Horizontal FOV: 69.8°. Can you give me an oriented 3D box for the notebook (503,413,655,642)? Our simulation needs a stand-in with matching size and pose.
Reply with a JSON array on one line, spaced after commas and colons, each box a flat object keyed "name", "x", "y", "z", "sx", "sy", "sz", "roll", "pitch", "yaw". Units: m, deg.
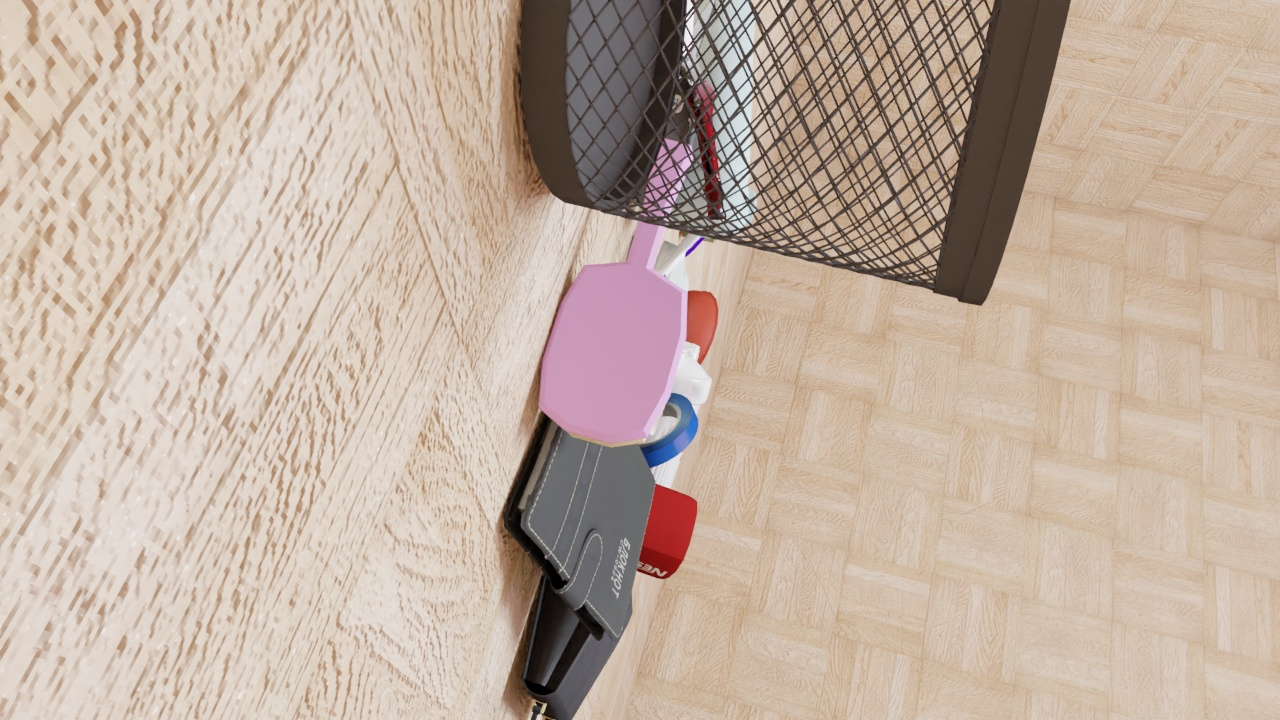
[{"name": "notebook", "x": -0.037, "y": 0.111, "z": 0.724, "sx": 0.209, "sy": 0.029, "sz": 0.169, "roll": 63, "pitch": 34, "yaw": -47}]

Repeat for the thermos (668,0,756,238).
[{"name": "thermos", "x": 0.064, "y": -0.210, "z": 0.796, "sx": 0.065, "sy": 0.078, "sz": 0.206, "roll": 154, "pitch": -61, "yaw": -74}]

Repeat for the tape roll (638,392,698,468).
[{"name": "tape roll", "x": 0.010, "y": 0.066, "z": 0.876, "sx": 0.093, "sy": 0.091, "sz": 0.016, "roll": -110, "pitch": 177, "yaw": -60}]

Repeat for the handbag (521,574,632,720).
[{"name": "handbag", "x": -0.074, "y": 0.289, "z": 0.847, "sx": 0.176, "sy": 0.072, "sz": 0.195, "roll": 90, "pitch": 20, "yaw": -60}]

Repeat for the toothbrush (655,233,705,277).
[{"name": "toothbrush", "x": 0.012, "y": -0.069, "z": 0.806, "sx": 0.186, "sy": 0.015, "sz": 0.016, "roll": -49, "pitch": 156, "yaw": -29}]

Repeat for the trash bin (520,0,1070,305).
[{"name": "trash bin", "x": 0.082, "y": -0.157, "z": 0.474, "sx": 0.217, "sy": 0.227, "sz": 0.217, "roll": 13, "pitch": 89, "yaw": -74}]

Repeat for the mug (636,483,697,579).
[{"name": "mug", "x": -0.012, "y": 0.161, "z": 0.888, "sx": 0.117, "sy": 0.096, "sz": 0.080, "roll": 127, "pitch": -18, "yaw": -59}]

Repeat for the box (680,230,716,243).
[{"name": "box", "x": 0.100, "y": -0.235, "z": 1.228, "sx": 0.205, "sy": 0.050, "sz": 0.118, "roll": -61, "pitch": 160, "yaw": -64}]

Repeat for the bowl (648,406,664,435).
[{"name": "bowl", "x": -0.005, "y": 0.005, "z": 0.834, "sx": 0.115, "sy": 0.062, "sz": 0.115, "roll": 15, "pitch": 89, "yaw": -82}]

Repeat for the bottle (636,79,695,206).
[{"name": "bottle", "x": 0.019, "y": -0.177, "z": 0.747, "sx": 0.047, "sy": 0.047, "sz": 0.112, "roll": 39, "pitch": 64, "yaw": -81}]

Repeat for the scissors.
[{"name": "scissors", "x": 0.027, "y": -0.195, "z": 0.708, "sx": 0.178, "sy": 0.015, "sz": 0.198, "roll": -35, "pitch": 110, "yaw": -34}]

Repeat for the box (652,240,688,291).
[{"name": "box", "x": 0.018, "y": -0.069, "z": 0.935, "sx": 0.199, "sy": 0.067, "sz": 0.083, "roll": 40, "pitch": 44, "yaw": -83}]

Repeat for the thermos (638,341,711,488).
[{"name": "thermos", "x": 0.006, "y": 0.083, "z": 0.976, "sx": 0.099, "sy": 0.099, "sz": 0.220, "roll": -34, "pitch": 142, "yaw": -78}]

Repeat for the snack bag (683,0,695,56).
[{"name": "snack bag", "x": 0.005, "y": -0.222, "z": 0.612, "sx": 0.196, "sy": 0.016, "sz": 0.070, "roll": -52, "pitch": 152, "yaw": -54}]

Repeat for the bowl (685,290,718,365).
[{"name": "bowl", "x": 0.040, "y": -0.031, "z": 1.062, "sx": 0.122, "sy": 0.035, "sz": 0.121, "roll": -45, "pitch": -147, "yaw": 39}]

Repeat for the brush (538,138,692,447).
[{"name": "brush", "x": -0.004, "y": -0.050, "z": 0.651, "sx": 0.043, "sy": 0.089, "sz": 0.228, "roll": 93, "pitch": 12, "yaw": -73}]
